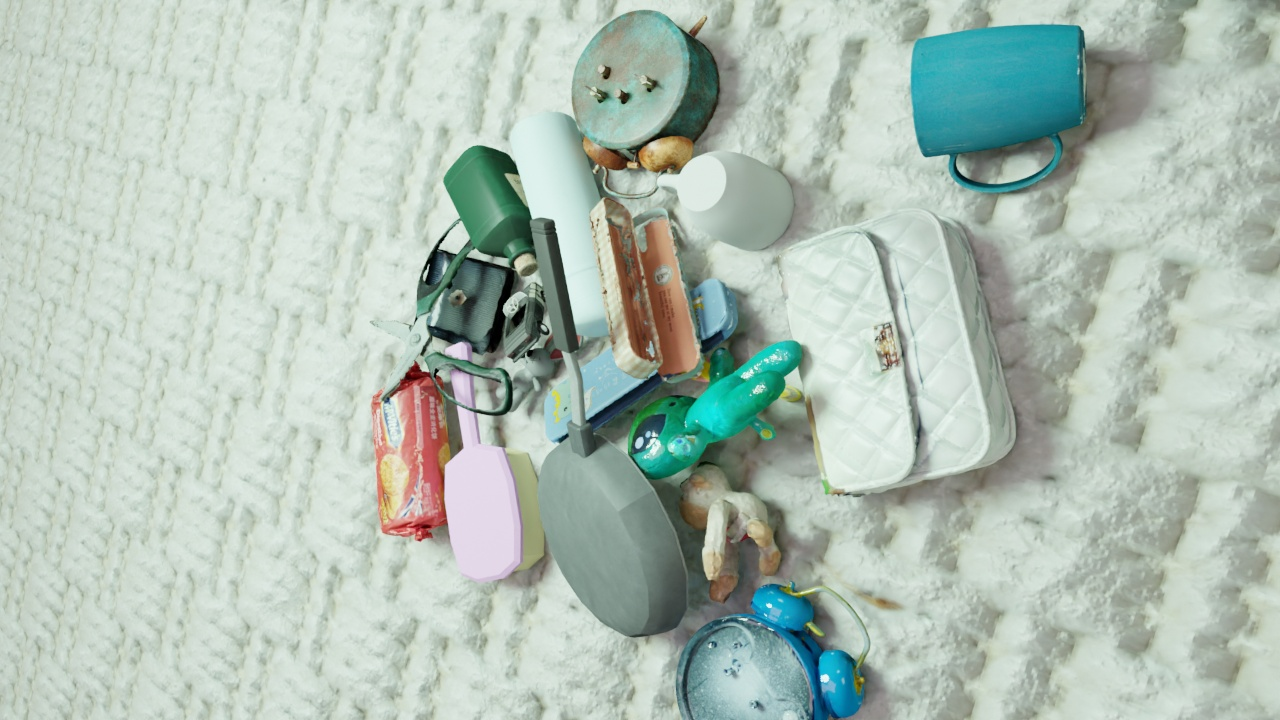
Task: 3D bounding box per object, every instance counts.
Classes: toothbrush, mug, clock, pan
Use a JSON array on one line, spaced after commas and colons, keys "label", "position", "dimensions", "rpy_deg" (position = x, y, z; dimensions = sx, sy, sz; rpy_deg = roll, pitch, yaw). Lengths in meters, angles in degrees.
[{"label": "toothbrush", "position": [0.070, 0.012, 0.759], "dimensions": [0.136, 0.016, 0.021], "rpy_deg": [16, 93, 34]}, {"label": "mug", "position": [0.247, -0.171, 0.626], "dimensions": [0.104, 0.084, 0.112], "rpy_deg": [-2, 113, 28]}, {"label": "clock", "position": [0.102, 0.239, 0.693], "dimensions": [0.162, 0.060, 0.116], "rpy_deg": [-46, 62, 20]}, {"label": "pan", "position": [-0.046, 0.065, 0.713], "dimensions": [0.179, 0.041, 0.358], "rpy_deg": [21, 127, 51]}, {"label": "clock", "position": [-0.002, -0.219, 0.793], "dimensions": [0.121, 0.073, 0.157], "rpy_deg": [11, 93, 34]}, {"label": "mug", "position": [0.056, -0.135, 0.736], "dimensions": [0.107, 0.089, 0.071], "rpy_deg": [19, 96, 34]}]

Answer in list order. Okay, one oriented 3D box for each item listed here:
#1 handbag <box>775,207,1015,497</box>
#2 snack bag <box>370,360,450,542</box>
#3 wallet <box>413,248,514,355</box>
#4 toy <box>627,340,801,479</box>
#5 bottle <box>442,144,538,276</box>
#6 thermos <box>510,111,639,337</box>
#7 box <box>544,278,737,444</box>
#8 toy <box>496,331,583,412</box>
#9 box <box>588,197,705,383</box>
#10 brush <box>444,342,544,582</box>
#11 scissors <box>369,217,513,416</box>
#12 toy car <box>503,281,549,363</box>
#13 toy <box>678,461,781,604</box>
[{"label": "handbag", "position": [0.175, -0.007, 0.656], "dimensions": [0.139, 0.072, 0.194], "rpy_deg": [-18, 76, 33]}, {"label": "snack bag", "position": [-0.230, 0.094, 0.919], "dimensions": [0.082, 0.082, 0.176], "rpy_deg": [-14, 77, 32]}, {"label": "wallet", "position": [-0.177, -0.060, 0.924], "dimensions": [0.115, 0.026, 0.089], "rpy_deg": [19, 96, 34]}, {"label": "toy", "position": [0.049, 0.049, 0.706], "dimensions": [0.072, 0.130, 0.194], "rpy_deg": [46, 132, -9]}, {"label": "bottle", "position": [-0.133, -0.137, 0.880], "dimensions": [0.061, 0.061, 0.131], "rpy_deg": [-40, 66, 27]}, {"label": "thermos", "position": [-0.061, -0.121, 0.829], "dimensions": [0.078, 0.065, 0.206], "rpy_deg": [-15, 74, -11]}, {"label": "box", "position": [-0.007, 0.003, 0.784], "dimensions": [0.210, 0.037, 0.065], "rpy_deg": [-36, 33, 27]}, {"label": "toy", "position": [-0.095, 0.002, 0.862], "dimensions": [0.112, 0.030, 0.049], "rpy_deg": [-47, 48, 15]}, {"label": "box", "position": [0.004, -0.060, 0.751], "dimensions": [0.049, 0.085, 0.186], "rpy_deg": [-51, 38, 41]}, {"label": "brush", "position": [-0.149, 0.094, 0.882], "dimensions": [0.089, 0.043, 0.228], "rpy_deg": [-19, 76, 31]}, {"label": "scissors", "position": [-0.177, -0.034, 0.881], "dimensions": [0.202, 0.015, 0.201], "rpy_deg": [26, 86, 28]}, {"label": "toy car", "position": [-0.109, -0.038, 0.852], "dimensions": [0.040, 0.037, 0.092], "rpy_deg": [-41, 28, 25]}, {"label": "toy", "position": [0.061, 0.125, 0.720], "dimensions": [0.074, 0.085, 0.106], "rpy_deg": [-29, 59, 6]}]
